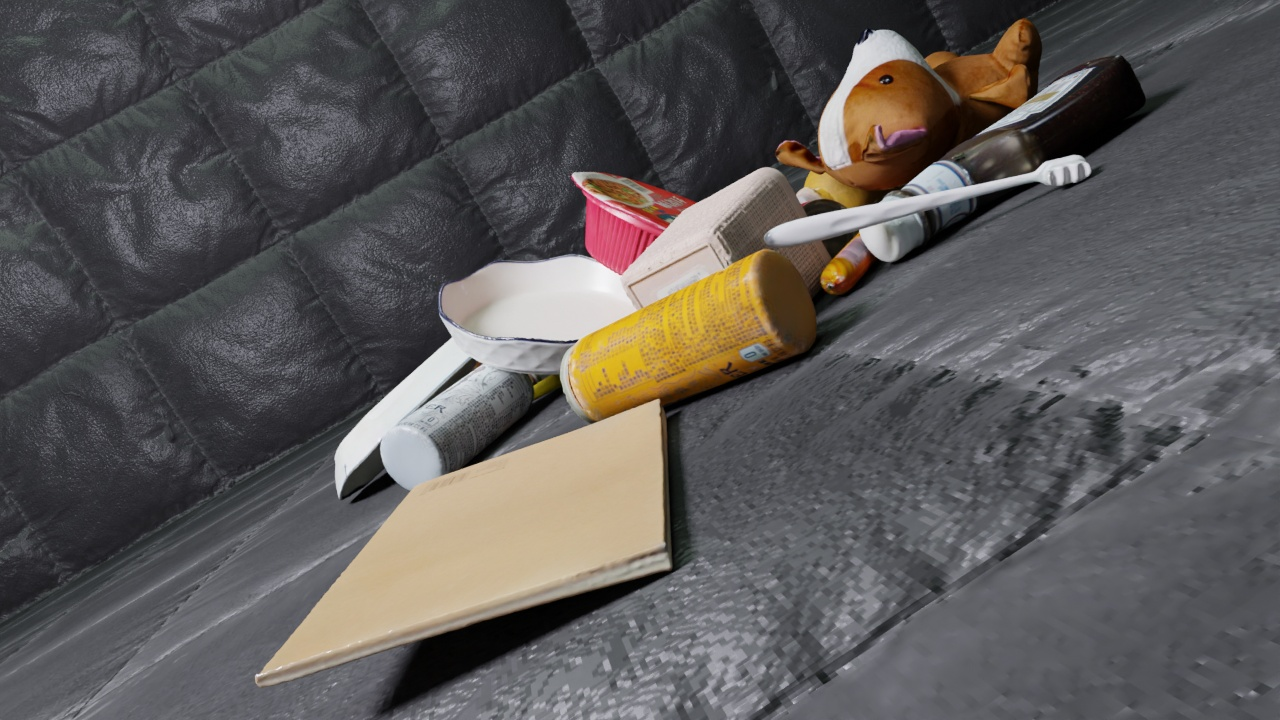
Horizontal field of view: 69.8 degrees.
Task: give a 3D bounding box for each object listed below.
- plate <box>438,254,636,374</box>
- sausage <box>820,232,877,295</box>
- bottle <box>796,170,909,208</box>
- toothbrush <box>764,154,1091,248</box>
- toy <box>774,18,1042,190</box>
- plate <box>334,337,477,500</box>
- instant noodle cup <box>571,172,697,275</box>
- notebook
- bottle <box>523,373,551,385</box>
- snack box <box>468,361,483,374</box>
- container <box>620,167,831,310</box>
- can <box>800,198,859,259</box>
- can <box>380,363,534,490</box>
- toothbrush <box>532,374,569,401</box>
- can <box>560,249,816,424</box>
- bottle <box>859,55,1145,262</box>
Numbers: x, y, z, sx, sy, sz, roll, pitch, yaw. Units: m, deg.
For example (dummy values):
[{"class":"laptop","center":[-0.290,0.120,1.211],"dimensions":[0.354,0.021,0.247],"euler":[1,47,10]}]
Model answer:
[{"class":"plate","center":[-0.079,-0.043,0.826],"dimensions":[0.205,0.046,0.204],"euler":[-1,26,0]},{"class":"sausage","center":[0.152,-0.077,0.607],"dimensions":[0.022,0.021,0.164],"euler":[-23,10,38]},{"class":"bottle","center":[0.197,-0.158,0.769],"dimensions":[0.189,0.068,0.068],"euler":[-34,9,-26]},{"class":"toothbrush","center":[0.159,-0.088,0.521],"dimensions":[0.180,0.016,0.016],"euler":[-12,20,13]},{"class":"toy","center":[0.205,-0.189,0.680],"dimensions":[0.199,0.130,0.140],"euler":[-29,11,-20]},{"class":"plate","center":[-0.217,0.033,0.933],"dimensions":[0.265,0.034,0.162],"euler":[-47,0,-30]},{"class":"instant noodle cup","center":[0.020,-0.110,0.844],"dimensions":[0.193,0.194,0.066],"euler":[-54,-13,-70]},{"class":"notebook","center":[-0.059,0.068,0.410],"dimensions":[0.149,0.012,0.211],"euler":[-18,9,4]},{"class":"bottle","center":[-0.061,-0.028,0.923],"dimensions":[0.205,0.060,0.060],"euler":[-42,14,-30]},{"class":"snack box","center":[-0.150,0.009,0.949],"dimensions":[0.156,0.027,0.076],"euler":[-47,1,41]},{"class":"container","center":[0.055,-0.053,0.585],"dimensions":[0.090,0.090,0.110],"euler":[-24,14,36]},{"class":"can","center":[0.111,-0.087,0.691],"dimensions":[0.053,0.053,0.133],"euler":[-32,9,-10]},{"class":"can","center":[-0.145,0.050,0.750],"dimensions":[0.058,0.058,0.146],"euler":[-25,10,32]},{"class":"toothbrush","center":[-0.101,0.031,0.852],"dimensions":[0.190,0.015,0.016],"euler":[-30,2,3]},{"class":"can","center":[0.024,-0.009,0.515],"dimensions":[0.146,0.058,0.058],"euler":[-24,10,37]},{"class":"bottle","center":[0.222,-0.125,0.577],"dimensions":[0.194,0.044,0.080],"euler":[-33,9,-14]}]
